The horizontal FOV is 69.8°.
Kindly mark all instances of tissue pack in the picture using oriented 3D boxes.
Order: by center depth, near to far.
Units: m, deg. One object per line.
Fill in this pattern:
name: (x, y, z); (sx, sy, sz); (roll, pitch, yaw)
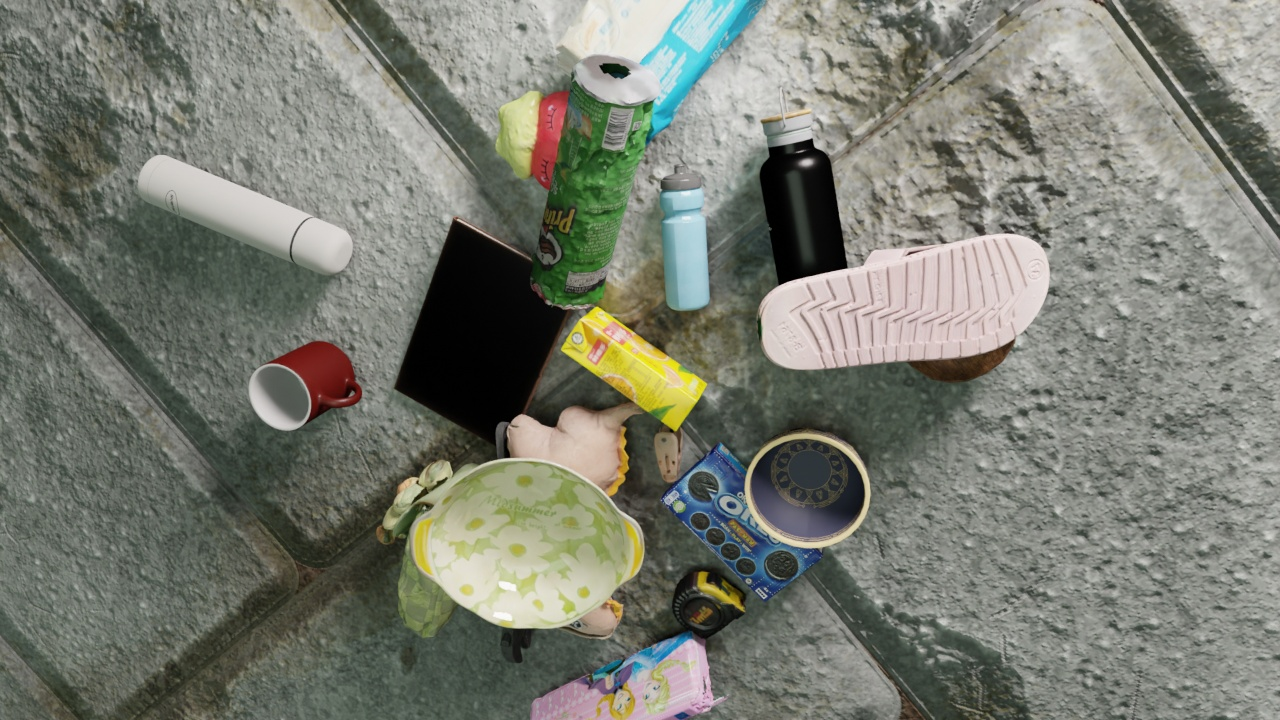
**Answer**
tissue pack: (0.028, -0.295, 0.761); (0.117, 0.066, 0.210); (41, 113, 1)

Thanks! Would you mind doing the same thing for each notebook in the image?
notebook: (-0.160, -0.021, 0.927); (0.141, 0.008, 0.210); (29, 117, 5)

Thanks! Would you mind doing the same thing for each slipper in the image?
slipper: (0.213, -0.045, 0.761); (0.239, 0.064, 0.094); (-11, 103, 1)

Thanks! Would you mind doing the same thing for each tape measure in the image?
tape measure: (0.065, 0.249, 0.948); (0.062, 0.038, 0.067); (40, 117, -9)

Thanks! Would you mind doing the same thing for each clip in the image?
clip: (0.028, 0.094, 0.903); (0.025, 0.043, 0.061); (0, 102, 17)

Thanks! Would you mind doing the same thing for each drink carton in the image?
drink carton: (-0.005, 0.005, 0.873); (0.134, 0.058, 0.043); (35, 111, 3)

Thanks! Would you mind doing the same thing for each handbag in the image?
handbag: (-0.222, 0.192, 0.970); (0.117, 0.113, 0.187); (26, 114, 13)

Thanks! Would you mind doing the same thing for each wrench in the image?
wrench: (-0.136, 0.196, 0.970); (0.018, 0.073, 0.273); (2, 105, 15)

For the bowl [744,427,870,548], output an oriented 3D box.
bowl: (0.157, 0.111, 0.860); (0.112, 0.061, 0.112); (4, 107, 13)

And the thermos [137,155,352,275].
thermos: (-0.401, -0.147, 0.937); (0.224, 0.052, 0.052); (22, 112, 8)

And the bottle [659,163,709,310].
bottle: (0.039, -0.112, 0.832); (0.040, 0.040, 0.130); (0, 108, 15)

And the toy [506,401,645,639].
toy: (-0.049, 0.170, 0.939); (0.196, 0.065, 0.264); (-12, 106, 23)

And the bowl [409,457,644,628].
bowl: (-0.106, 0.165, 0.880); (0.219, 0.060, 0.189); (0, 113, 0)

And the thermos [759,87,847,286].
thermos: (0.141, -0.117, 0.790); (0.061, 0.061, 0.231); (-8, 105, 18)

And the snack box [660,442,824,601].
snack box: (0.102, 0.161, 0.912); (0.150, 0.027, 0.082); (43, 113, -1)

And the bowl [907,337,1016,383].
bowl: (0.269, -0.038, 0.799); (0.102, 0.026, 0.114); (-34, 96, 22)

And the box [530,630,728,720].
box: (-0.007, 0.387, 1.003); (0.231, 0.085, 0.096); (-32, 129, 22)

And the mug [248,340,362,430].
mug: (-0.339, 0.028, 0.961); (0.106, 0.082, 0.073); (10, 110, 12)

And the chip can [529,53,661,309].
chip can: (-0.043, -0.147, 0.784); (0.075, 0.075, 0.224); (25, 134, 7)

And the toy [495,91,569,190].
toy: (-0.067, -0.196, 0.831); (0.135, 0.045, 0.092); (17, 115, 8)
